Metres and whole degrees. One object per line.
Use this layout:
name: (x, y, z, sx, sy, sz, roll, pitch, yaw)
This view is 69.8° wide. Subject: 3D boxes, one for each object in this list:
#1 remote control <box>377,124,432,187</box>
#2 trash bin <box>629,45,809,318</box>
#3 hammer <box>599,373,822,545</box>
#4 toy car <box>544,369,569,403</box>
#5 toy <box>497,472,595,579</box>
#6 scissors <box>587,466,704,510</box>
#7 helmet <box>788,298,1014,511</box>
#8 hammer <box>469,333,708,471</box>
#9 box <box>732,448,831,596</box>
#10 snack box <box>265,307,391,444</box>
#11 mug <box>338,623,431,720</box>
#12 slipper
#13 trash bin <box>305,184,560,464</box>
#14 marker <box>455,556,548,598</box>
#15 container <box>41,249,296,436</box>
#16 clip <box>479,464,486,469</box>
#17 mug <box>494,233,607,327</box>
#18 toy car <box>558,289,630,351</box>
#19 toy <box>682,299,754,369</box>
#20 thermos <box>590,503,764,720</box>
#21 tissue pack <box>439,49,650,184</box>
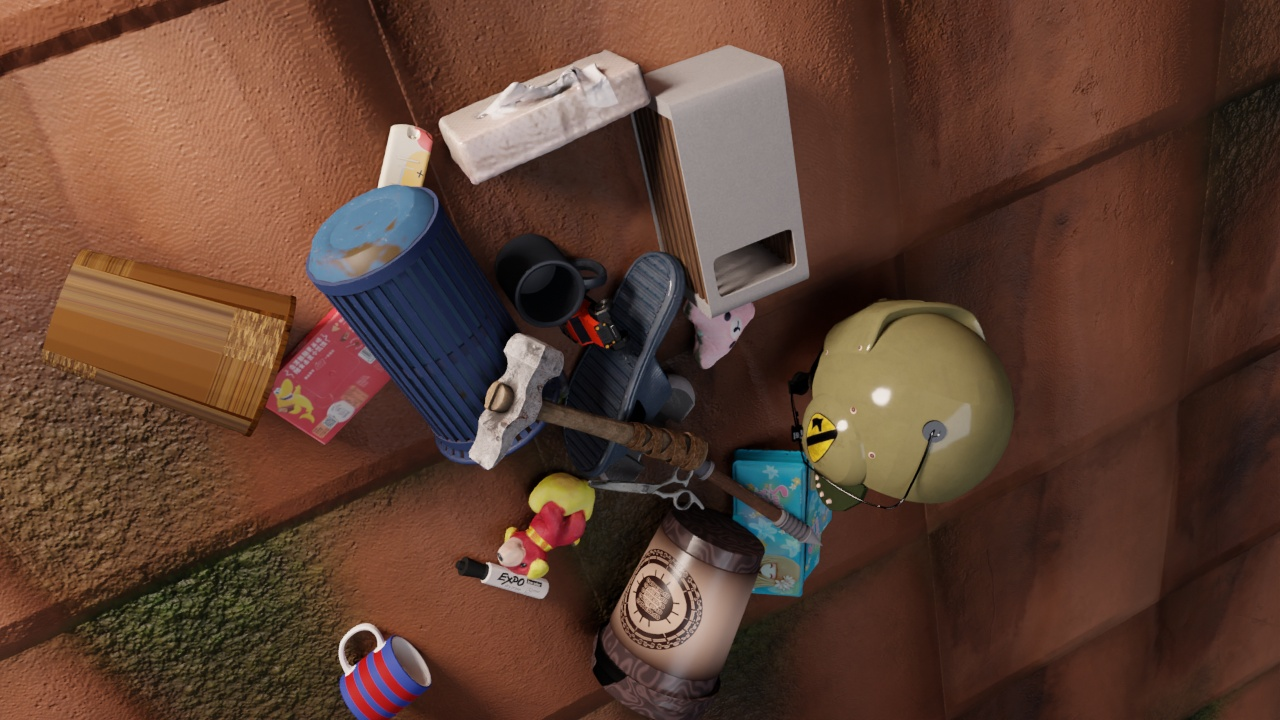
remote control: (-0.226, -0.156, 0.857, 0.038, 0.018, 0.126, 8, 111, -28)
trash bin: (0.079, -0.179, 0.925, 0.114, 0.114, 0.229, -23, 124, -12)
hammer: (0.108, 0.153, 1.122, 0.322, 0.043, 0.156, 34, 99, -21)
toy car: (-0.130, 0.035, 0.996, 0.105, 0.033, 0.048, -24, 126, -6)
toy: (-0.106, 0.196, 1.085, 0.137, 0.067, 0.105, -51, 128, -7)
scissors: (0.010, 0.154, 1.048, 0.171, 0.014, 0.090, -15, 111, -31)
helmet: (0.299, 0.043, 1.050, 0.249, 0.255, 0.233, -1, 120, -26)
hammer: (-0.032, 0.070, 0.917, 0.318, 0.049, 0.121, 21, 93, -48)
box: (0.203, 0.208, 1.223, 0.172, 0.083, 0.227, -15, 122, -17)
snack box: (-0.303, 0.012, 0.910, 0.133, 0.021, 0.089, -44, 125, 3)
mug: (-0.311, 0.363, 1.077, 0.076, 0.075, 0.112, -38, 100, -1)
slipper: (-0.006, 0.006, 1.007, 0.082, 0.101, 0.264, 5, 115, -45)
trash bin: (-0.189, -0.033, 0.851, 0.139, 0.139, 0.250, -33, 131, -6)
marker: (-0.167, 0.262, 1.109, 0.125, 0.025, 0.025, 26, 103, -33)
container: (-0.402, -0.020, 0.788, 0.167, 0.132, 0.132, 19, 107, -26)
clip: (-0.184, 0.102, 1.022, 0.037, 0.013, 0.053, -25, 122, -12)
mug: (-0.086, -0.083, 0.924, 0.105, 0.077, 0.071, -11, 120, -20)
toy car: (-0.054, -0.041, 0.948, 0.048, 0.100, 0.051, -35, 123, -12)
toy: (0.093, -0.048, 1.045, 0.095, 0.053, 0.099, -31, 129, -22)
thermos: (0.053, 0.311, 1.159, 0.172, 0.173, 0.226, 16, 102, -31)
tissue pack: (-0.088, -0.231, 0.828, 0.181, 0.104, 0.071, -24, 122, -10)
